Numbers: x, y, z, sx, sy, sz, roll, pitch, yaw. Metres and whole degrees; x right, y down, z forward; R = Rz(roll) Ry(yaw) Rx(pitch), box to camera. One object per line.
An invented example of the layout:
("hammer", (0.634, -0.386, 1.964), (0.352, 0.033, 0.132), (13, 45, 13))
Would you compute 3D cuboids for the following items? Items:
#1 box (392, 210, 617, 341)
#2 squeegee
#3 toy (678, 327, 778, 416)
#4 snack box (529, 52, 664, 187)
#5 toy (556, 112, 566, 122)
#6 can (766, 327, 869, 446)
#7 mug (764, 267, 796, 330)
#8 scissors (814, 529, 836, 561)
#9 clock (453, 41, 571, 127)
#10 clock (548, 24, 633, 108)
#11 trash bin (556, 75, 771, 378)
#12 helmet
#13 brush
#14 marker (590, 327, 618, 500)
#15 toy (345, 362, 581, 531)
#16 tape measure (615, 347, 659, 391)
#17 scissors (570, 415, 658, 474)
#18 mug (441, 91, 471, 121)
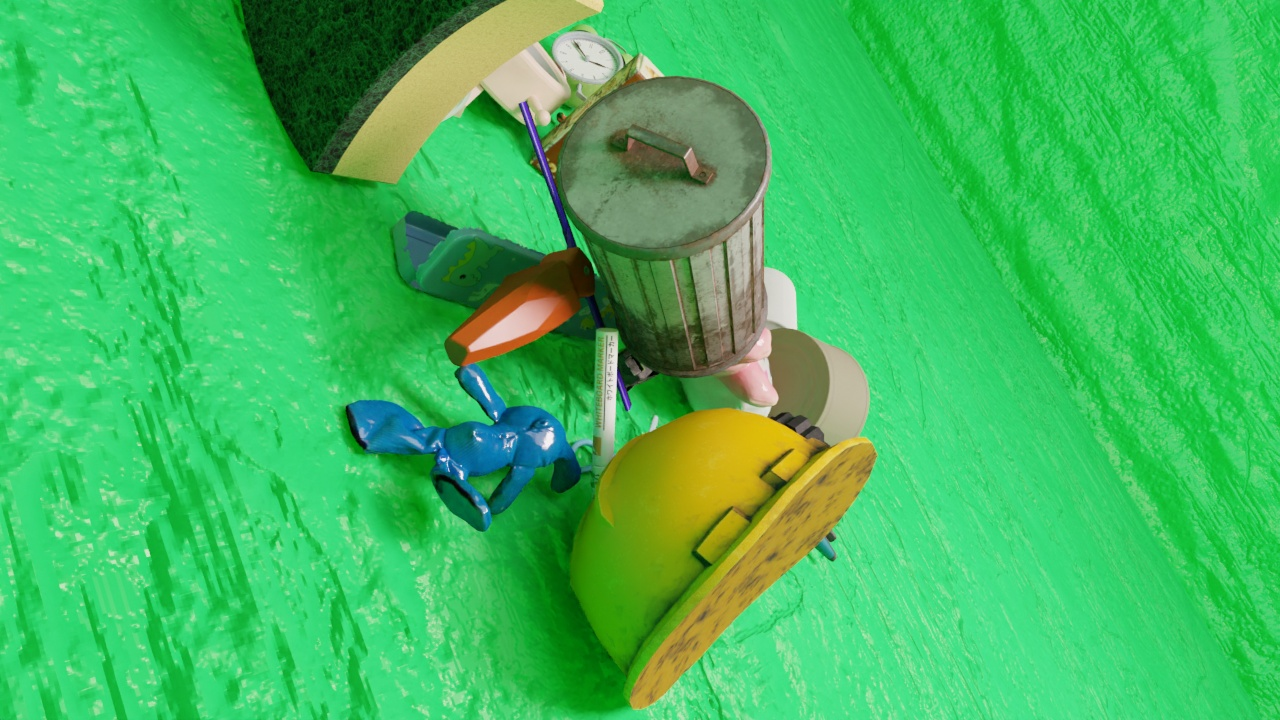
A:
("box", (-0.087, -0.072, 0.723), (0.210, 0.079, 0.072), (16, 52, -48))
("squeegee", (-0.072, -0.042, 0.627), (0.184, 0.055, 0.250), (-44, 120, -54))
("toy", (0.070, -0.008, 0.825), (0.213, 0.084, 0.142), (66, 2, -65))
("snack box", (-0.005, -0.195, 0.889), (0.143, 0.147, 0.041), (40, 34, -27))
("toy", (-0.044, -0.217, 0.960), (0.103, 0.046, 0.084), (41, 20, -34))
("can", (0.153, 0.036, 0.915), (0.073, 0.128, 0.127), (20, 46, -46))
("mug", (0.126, -0.056, 1.002), (0.096, 0.079, 0.112), (-80, 151, -50))
("scissors", (0.150, 0.142, 0.913), (0.131, 0.019, 0.149), (26, 32, -47))
("clock", (-0.134, -0.279, 0.869), (0.131, 0.086, 0.160), (47, 22, -18))
("clock", (-0.058, -0.318, 0.995), (0.094, 0.043, 0.119), (39, 56, 7))
("trash bin", (0.025, -0.085, 0.630), (0.211, 0.131, 0.130), (71, 2, -64))
("helmet", (0.038, 0.107, 0.641), (0.131, 0.206, 0.254), (41, 41, 21))
("brush", (-0.160, -0.263, 0.622), (0.075, 0.251, 0.195), (-4, 69, -57))
("marker", (-0.027, 0.049, 0.669), (0.017, 0.017, 0.145), (-22, 118, -60))
("toy", (-0.092, 0.063, 0.597), (0.176, 0.071, 0.112), (8, 44, -52))
("tape measure", (-0.005, 0.005, 0.781), (0.058, 0.066, 0.036), (-38, 94, -36))
("scissors", (-0.013, 0.084, 0.737), (0.119, 0.015, 0.138), (38, 38, -21))
("mug", (-0.190, -0.254, 0.740), (0.082, 0.082, 0.105), (0, 62, -56))
